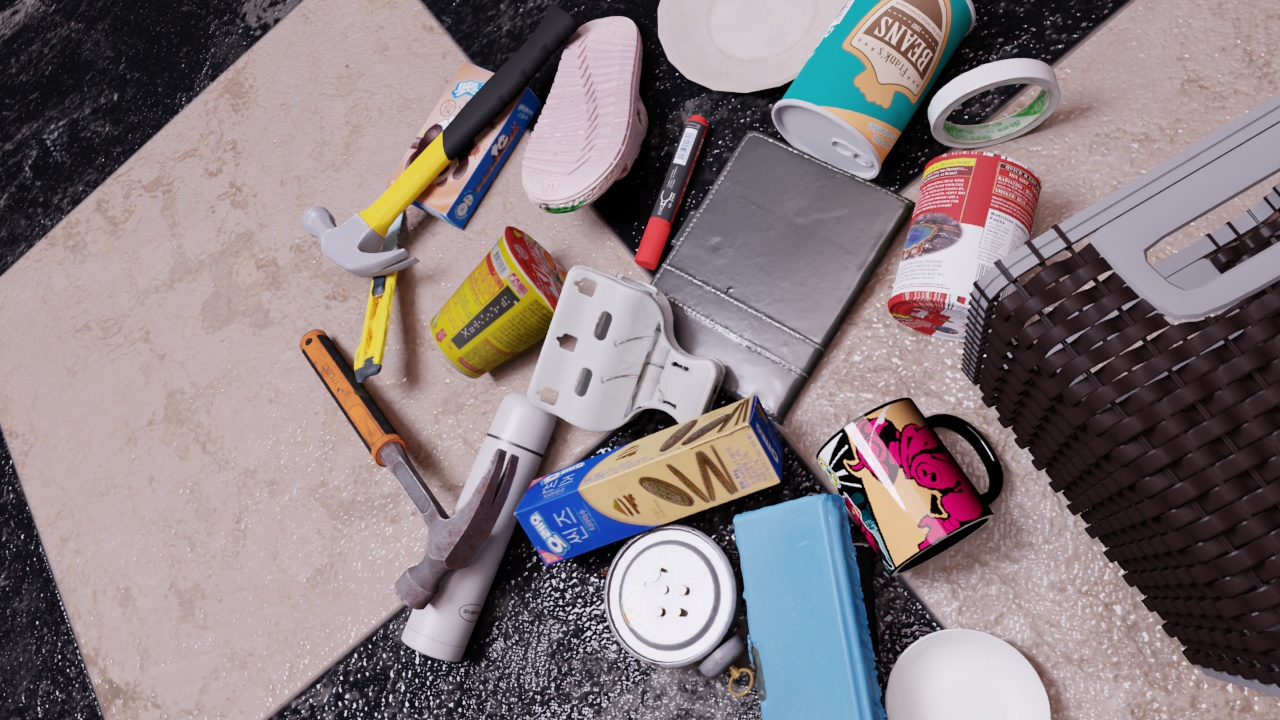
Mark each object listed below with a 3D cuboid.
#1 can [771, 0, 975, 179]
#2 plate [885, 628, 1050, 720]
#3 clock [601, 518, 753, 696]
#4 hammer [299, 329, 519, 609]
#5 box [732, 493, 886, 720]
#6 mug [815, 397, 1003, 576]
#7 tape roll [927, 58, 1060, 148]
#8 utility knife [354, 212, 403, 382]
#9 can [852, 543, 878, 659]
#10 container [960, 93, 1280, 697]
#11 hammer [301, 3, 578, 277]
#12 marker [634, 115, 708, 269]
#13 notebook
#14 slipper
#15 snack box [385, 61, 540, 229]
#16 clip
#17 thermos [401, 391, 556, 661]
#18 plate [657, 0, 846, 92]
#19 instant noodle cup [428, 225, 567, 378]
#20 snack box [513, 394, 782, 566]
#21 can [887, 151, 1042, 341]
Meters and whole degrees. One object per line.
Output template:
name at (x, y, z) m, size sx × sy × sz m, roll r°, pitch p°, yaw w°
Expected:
can at (0.187, -0.235, 0.742) m, size 0.099 × 0.099 × 0.144 m, roll 32°, pitch 86°, yaw 25°
plate at (0.221, 0.236, 0.624) m, size 0.104 × 0.026 × 0.104 m, roll -6°, pitch 73°, yaw 18°
clock at (0.035, 0.188, 0.691) m, size 0.104 × 0.056 × 0.148 m, roll -43°, pitch 63°, yaw 4°
hammer at (-0.221, 0.057, 0.802) m, size 0.138 × 0.035 × 0.314 m, roll -50°, pitch 53°, yaw 4°
box at (0.127, 0.214, 0.638) m, size 0.093 × 0.054 × 0.231 m, roll -25°, pitch 64°, yaw 41°
mug at (0.202, 0.083, 0.657) m, size 0.118 × 0.082 × 0.098 m, roll -22°, pitch 65°, yaw -17°
tape roll at (0.270, -0.195, 0.703) m, size 0.094 × 0.094 × 0.018 m, roll -12°, pitch 70°, yaw 16°
utility knife at (-0.245, -0.072, 0.869) m, size 0.030 × 0.019 × 0.216 m, roll -11°, pitch 51°, yaw 12°
can at (0.154, 0.175, 0.665) m, size 0.032 × 0.031 × 0.080 m, roll -6°, pitch 72°, yaw 18°
container at (0.364, 0.021, 0.522) m, size 0.247 × 0.245 × 0.243 m, roll -32°, pitch 69°, yaw 8°
hammer at (-0.178, -0.208, 0.867) m, size 0.323 × 0.029 × 0.127 m, roll -46°, pitch 62°, yaw 1°
marker at (0.029, -0.151, 0.816) m, size 0.023 × 0.021 × 0.145 m, roll 4°, pitch 71°, yaw 60°
notebook at (0.101, -0.076, 0.763) m, size 0.169 × 0.029 × 0.209 m, roll 32°, pitch 86°, yaw 25°
slipper at (-0.040, -0.219, 0.842) m, size 0.094 × 0.064 × 0.238 m, roll -1°, pitch 56°, yaw 17°
snack box at (-0.174, -0.212, 0.902) m, size 0.087 × 0.034 × 0.151 m, roll 28°, pitch 84°, yaw 26°
clip at (-0.003, 0.000, 0.753) m, size 0.152 × 0.099 × 0.126 m, roll 19°, pitch 104°, yaw -2°
thermos at (-0.132, 0.135, 0.769) m, size 0.052 × 0.052 × 0.224 m, roll 18°, pitch 80°, yaw 24°
plate at (0.109, -0.322, 0.837) m, size 0.189 × 0.027 × 0.188 m, roll -6°, pitch 72°, yaw 18°
instant noodle cup at (-0.123, -0.045, 0.806) m, size 0.113 × 0.100 × 0.100 m, roll -38°, pitch 65°, yaw 16°
snack box at (0.005, 0.094, 0.707) m, size 0.207 × 0.057 × 0.056 m, roll -23°, pitch 107°, yaw 19°
can at (0.240, -0.083, 0.682) m, size 0.087 × 0.086 × 0.116 m, roll 13°, pitch 78°, yaw 23°
